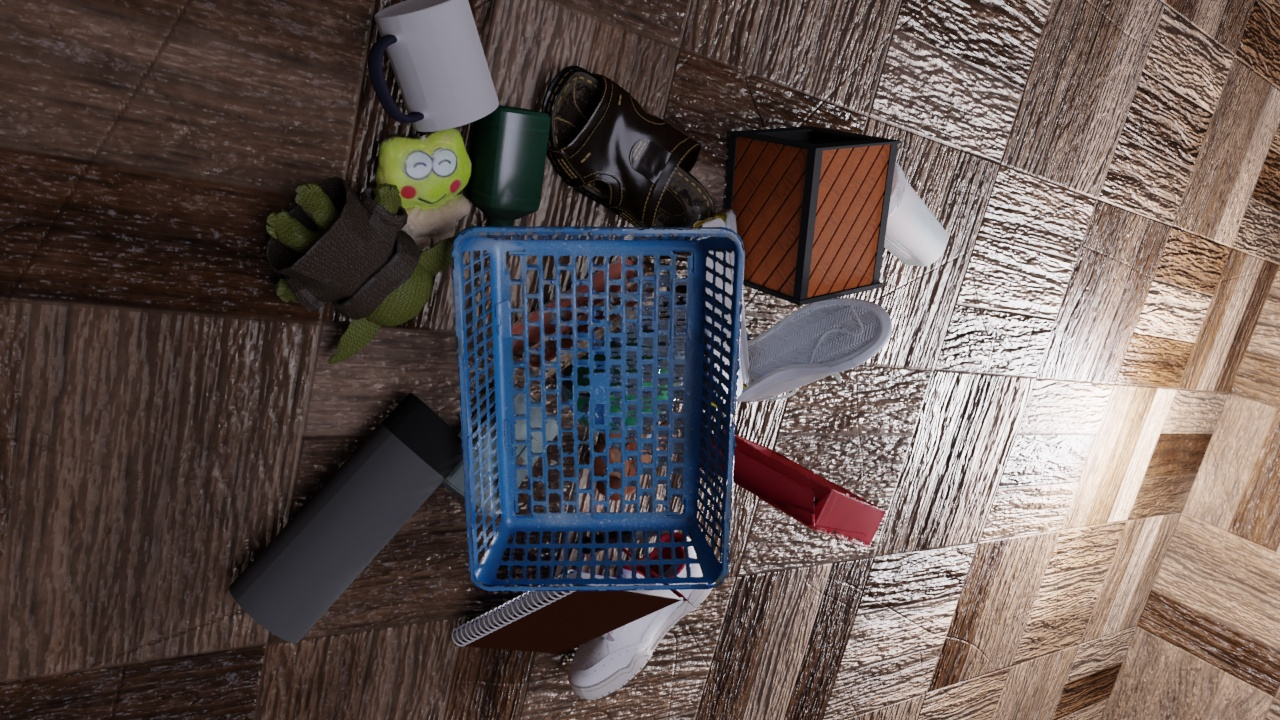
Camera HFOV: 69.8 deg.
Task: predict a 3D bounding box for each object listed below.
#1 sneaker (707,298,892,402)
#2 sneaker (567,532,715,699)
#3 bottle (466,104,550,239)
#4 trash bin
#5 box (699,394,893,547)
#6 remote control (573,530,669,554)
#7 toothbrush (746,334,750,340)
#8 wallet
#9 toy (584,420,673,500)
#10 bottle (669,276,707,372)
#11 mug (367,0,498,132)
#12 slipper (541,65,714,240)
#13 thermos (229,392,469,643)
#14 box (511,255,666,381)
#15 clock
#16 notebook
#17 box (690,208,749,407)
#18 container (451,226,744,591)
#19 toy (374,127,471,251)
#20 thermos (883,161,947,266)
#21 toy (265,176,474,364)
[{"bbox_3d":[0.202,-0.008,1.120,0.090,0.243,0.089,10,62,-50],"label":"sneaker"},{"bbox_3d":[-0.014,0.308,1.156,0.236,0.090,0.104,-40,120,-18],"label":"sneaker"},{"bbox_3d":[-0.128,-0.173,0.871,0.061,0.061,0.131,-3,110,-36],"label":"bottle"},{"bbox_3d":[0.193,-0.175,1.076,0.139,0.140,0.172,-14,116,-34],"label":"trash bin"},{"bbox_3d":[0.189,0.156,1.163,0.164,0.215,0.153,-30,123,-28],"label":"box"},{"bbox_3d":[-0.020,0.217,1.145,0.136,0.032,0.015,-8,102,-36],"label":"remote control"},{"bbox_3d":[0.141,-0.017,1.186,0.017,0.016,0.189,-47,131,0],"label":"toothbrush"},{"bbox_3d":[-0.148,0.094,0.973,0.131,0.054,0.100,-55,142,-12],"label":"wallet"},{"bbox_3d":[-0.007,0.109,1.087,0.127,0.065,0.095,-27,110,-31],"label":"toy"},{"bbox_3d":[0.072,-0.043,1.091,0.056,0.056,0.105,-32,126,-25],"label":"bottle"},{"bbox_3d":[-0.182,-0.248,0.776,0.111,0.079,0.097,-45,133,-40],"label":"mug"},{"bbox_3d":[0.001,-0.200,0.953,0.267,0.076,0.113,35,84,-42],"label":"slipper"},{"bbox_3d":[-0.272,0.147,0.877,0.240,0.082,0.082,-49,131,-12],"label":"thermos"},{"bbox_3d":[-0.057,-0.050,0.978,0.186,0.083,0.042,-36,142,-24],"label":"box"},{"bbox_3d":[-0.006,0.006,0.999,0.161,0.122,0.075,-30,127,-12],"label":"clock"},{"bbox_3d":[-0.087,0.290,1.040,0.210,0.022,0.171,-33,143,32],"label":"notebook"},{"bbox_3d":[0.094,-0.061,1.034,0.129,0.036,0.210,-38,125,-60],"label":"box"},{"bbox_3d":[-0.040,0.044,0.886,0.257,0.089,0.363,0,109,-3],"label":"container"},{"bbox_3d":[-0.195,-0.154,0.837,0.092,0.046,0.115,-19,128,-31],"label":"toy"},{"bbox_3d":[0.329,-0.194,1.213,0.220,0.099,0.099,27,90,-46],"label":"thermos"},{"bbox_3d":[-0.248,-0.089,0.797,0.179,0.078,0.152,-43,137,5],"label":"toy"}]
